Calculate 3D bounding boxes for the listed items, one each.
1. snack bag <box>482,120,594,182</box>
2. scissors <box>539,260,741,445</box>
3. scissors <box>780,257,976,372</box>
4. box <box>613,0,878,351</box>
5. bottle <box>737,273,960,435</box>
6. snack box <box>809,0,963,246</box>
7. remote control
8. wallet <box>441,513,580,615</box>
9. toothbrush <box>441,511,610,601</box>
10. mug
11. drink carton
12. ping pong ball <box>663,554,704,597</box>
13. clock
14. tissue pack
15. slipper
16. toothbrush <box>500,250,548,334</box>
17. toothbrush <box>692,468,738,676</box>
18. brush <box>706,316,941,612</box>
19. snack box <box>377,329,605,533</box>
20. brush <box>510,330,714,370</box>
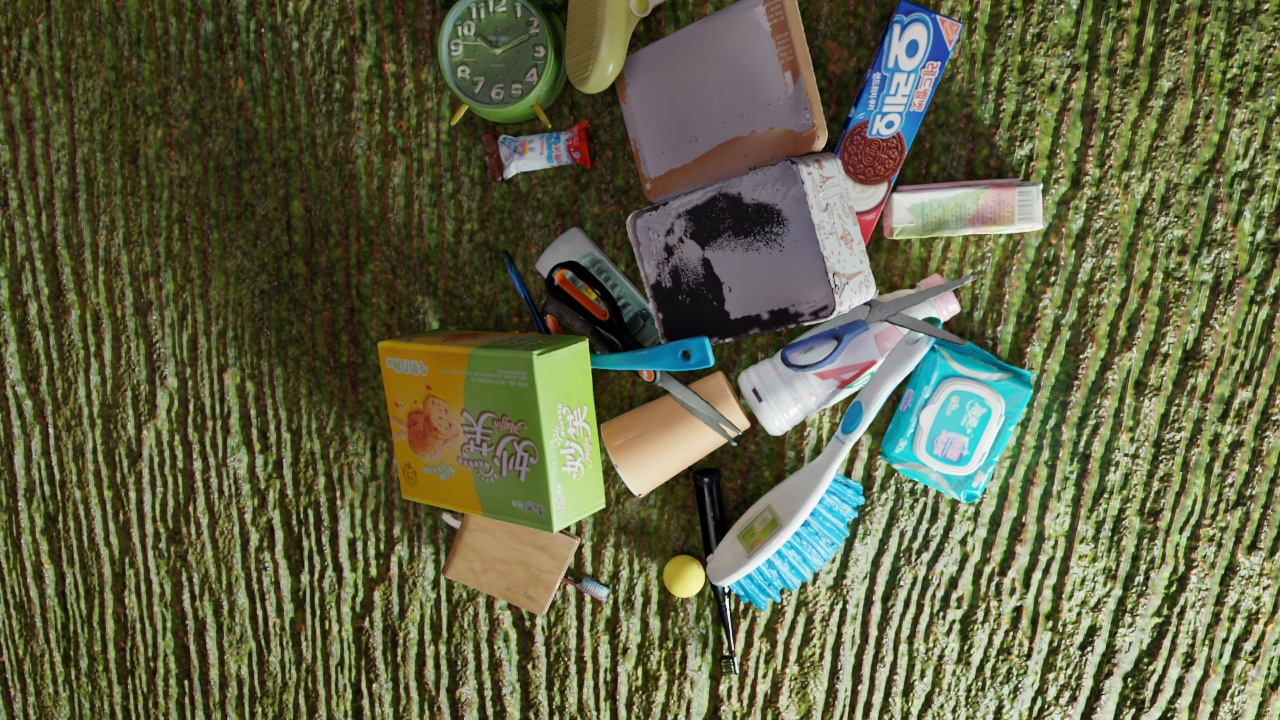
[{"bbox_3d":[-0.090,-0.190,0.833,0.105,0.026,0.045,-5,104,12],"label":"snack bag"},{"bbox_3d":[-0.001,-0.009,0.800,0.235,0.021,0.149,21,131,34],"label":"scissors"},{"bbox_3d":[0.190,-0.040,0.773,0.174,0.162,0.012,-37,138,4],"label":"scissors"},{"bbox_3d":[0.073,-0.150,0.759,0.177,0.082,0.259,-11,96,39],"label":"box"},{"bbox_3d":[0.184,-0.009,0.809,0.197,0.068,0.068,-32,95,11],"label":"bottle"},{"bbox_3d":[0.198,-0.191,0.772,0.058,0.057,0.208,22,104,3],"label":"snack box"},{"bbox_3d":[-0.035,-0.060,0.854,0.056,0.019,0.135,-42,93,14],"label":"remote control"},{"bbox_3d":[-0.129,0.191,0.905,0.115,0.020,0.101,24,111,0],"label":"wallet"},{"bbox_3d":[-0.116,0.194,0.922,0.187,0.016,0.017,27,96,2],"label":"toothbrush"},{"bbox_3d":[0.035,0.064,0.844,0.123,0.078,0.078,-28,96,8],"label":"mug"},{"bbox_3d":[0.270,-0.128,0.776,0.122,0.053,0.045,-2,99,9],"label":"drink carton"},{"bbox_3d":[0.042,0.208,0.887,0.040,0.040,0.040,2,102,8],"label":"ping pong ball"},{"bbox_3d":[-0.121,-0.286,0.802,0.116,0.056,0.161,3,102,7],"label":"clock"},{"bbox_3d":[0.279,0.050,0.813,0.093,0.050,0.133,21,104,5],"label":"tissue pack"},{"bbox_3d":[-0.014,-0.317,0.775,0.081,0.092,0.190,7,94,-33],"label":"slipper"},{"bbox_3d":[-0.092,-0.018,0.876,0.016,0.014,0.189,-21,98,36],"label":"toothbrush"},{"bbox_3d":[0.076,0.209,0.890,0.027,0.026,0.213,-10,101,-13],"label":"toothbrush"},{"bbox_3d":[0.171,0.099,0.813,0.315,0.060,0.109,-47,129,13],"label":"brush"},{"bbox_3d":[-0.137,0.055,0.822,0.210,0.069,0.158,4,105,39],"label":"snack box"},{"bbox_3d":[-0.040,0.004,0.797,0.255,0.045,0.083,-6,105,44],"label":"brush"}]
